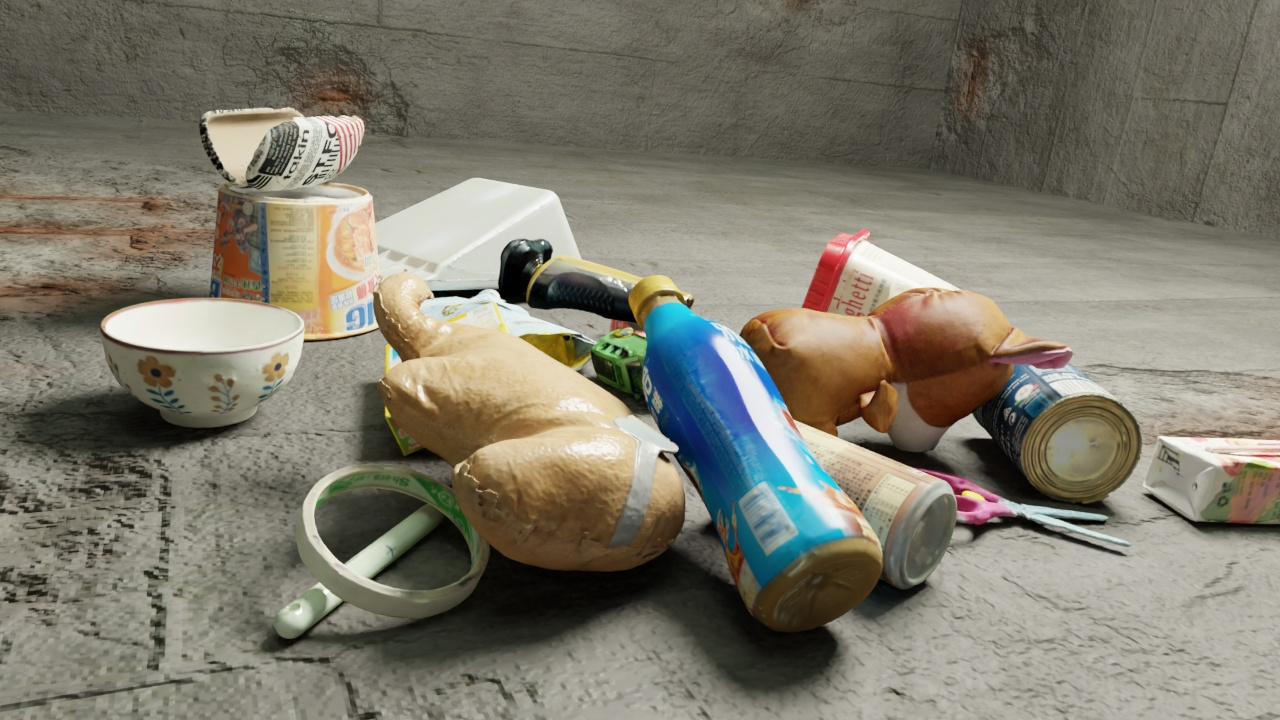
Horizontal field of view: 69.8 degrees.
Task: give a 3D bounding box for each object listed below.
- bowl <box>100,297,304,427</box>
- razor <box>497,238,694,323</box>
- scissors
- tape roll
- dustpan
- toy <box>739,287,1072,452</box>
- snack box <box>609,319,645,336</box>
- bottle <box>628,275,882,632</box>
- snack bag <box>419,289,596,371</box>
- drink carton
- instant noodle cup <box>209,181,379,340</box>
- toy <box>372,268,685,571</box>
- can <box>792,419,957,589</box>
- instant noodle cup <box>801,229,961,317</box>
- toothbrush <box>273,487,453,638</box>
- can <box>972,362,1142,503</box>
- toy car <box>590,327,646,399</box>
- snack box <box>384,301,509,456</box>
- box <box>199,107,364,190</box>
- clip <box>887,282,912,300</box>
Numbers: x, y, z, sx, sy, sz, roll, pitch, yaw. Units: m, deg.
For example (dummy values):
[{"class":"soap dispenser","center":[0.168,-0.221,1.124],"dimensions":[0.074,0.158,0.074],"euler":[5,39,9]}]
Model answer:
[{"class":"bowl","center":[-0.269,0.004,0.572],"dimensions":[0.113,0.062,0.113],"euler":[5,19,-2]},{"class":"razor","center":[-0.037,-0.063,0.782],"dimensions":[0.167,0.062,0.067],"euler":[14,46,1]},{"class":"scissors","center":[0.220,0.087,0.557],"dimensions":[0.134,0.017,0.113],"euler":[7,12,-13]},{"class":"tape roll","center":[-0.111,0.080,0.416],"dimensions":[0.085,0.014,0.085],"euler":[22,26,-12]},{"class":"dustpan","center":[-0.170,-0.100,0.985],"dimensions":[0.257,0.143,0.223],"euler":[-37,35,-28]},{"class":"toy","center":[0.165,0.011,0.613],"dimensions":[0.199,0.130,0.140],"euler":[-19,24,-7]},{"class":"snack box","center":[0.029,-0.012,0.781],"dimensions":[0.075,0.025,0.153],"euler":[1,18,-18]},{"class":"bottle","center":[0.043,0.032,0.469],"dimensions":[0.065,0.065,0.218],"euler":[-2,41,-24]},{"class":"snack bag","center":[-0.125,-0.030,0.771],"dimensions":[0.110,0.039,0.191],"euler":[-14,24,-35]},{"class":"drink carton","center":[0.399,0.076,0.594],"dimensions":[0.122,0.045,0.053],"euler":[3,17,-11]},{"class":"instant noodle cup","center":[-0.292,-0.091,0.781],"dimensions":[0.151,0.111,0.151],"euler":[6,17,-2]},{"class":"toy","center":[-0.067,0.027,0.479],"dimensions":[0.143,0.082,0.226],"euler":[26,11,-47]},{"class":"can","center":[0.102,0.071,0.488],"dimensions":[0.058,0.058,0.116],"euler":[-11,25,-43]},{"class":"instant noodle cup","center":[0.215,-0.044,0.821],"dimensions":[0.124,0.116,0.116],"euler":[23,22,16]},{"class":"toothbrush","center":[-0.113,0.081,0.451],"dimensions":[0.029,0.020,0.189],"euler":[2,18,19]},{"class":"can","center":[0.276,0.040,0.619],"dimensions":[0.075,0.075,0.111],"euler":[6,18,0]},{"class":"toy car","center":[-0.004,0.004,0.689],"dimensions":[0.036,0.043,0.091],"euler":[-23,22,-29]},{"class":"snack box","center":[-0.123,0.007,0.608],"dimensions":[0.087,0.034,0.140],"euler":[-23,21,-7]},{"class":"box","center":[-0.297,-0.180,0.751],"dimensions":[0.088,0.076,0.162],"euler":[29,20,-3]},{"class":"clip","center":[0.198,-0.009,0.727],"dimensions":[0.035,0.072,0.100],"euler":[13,63,17]}]
